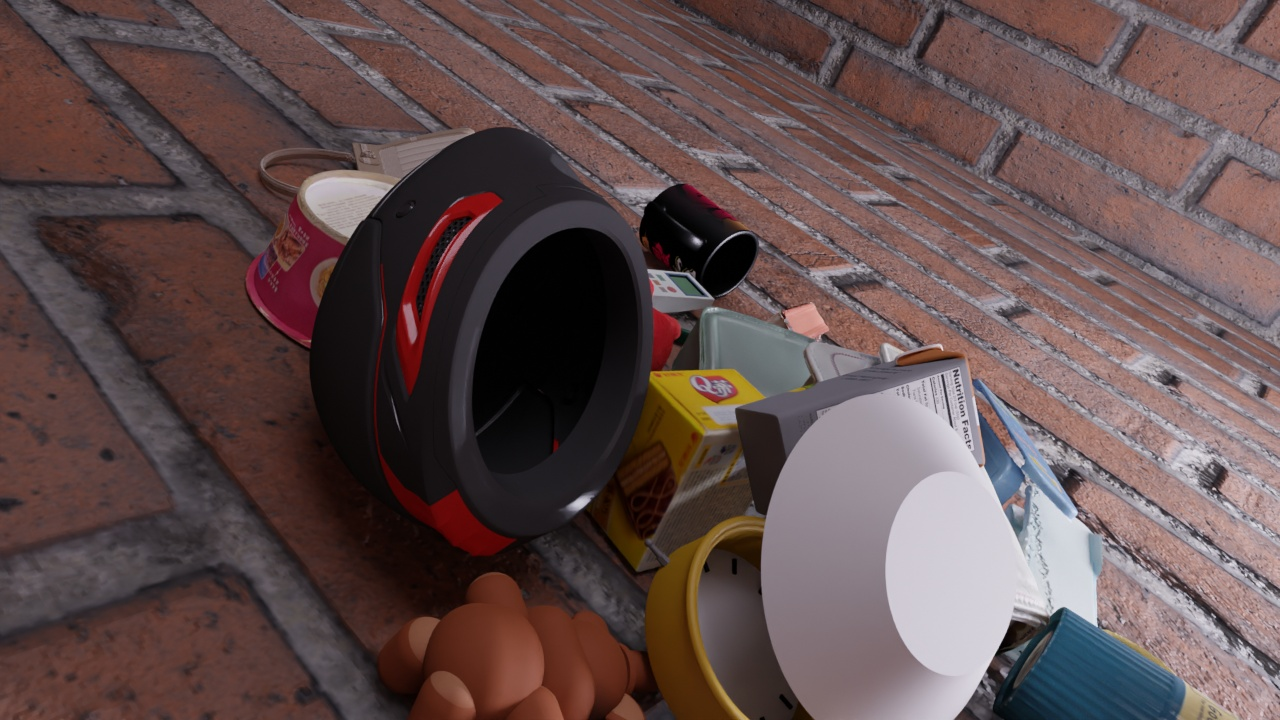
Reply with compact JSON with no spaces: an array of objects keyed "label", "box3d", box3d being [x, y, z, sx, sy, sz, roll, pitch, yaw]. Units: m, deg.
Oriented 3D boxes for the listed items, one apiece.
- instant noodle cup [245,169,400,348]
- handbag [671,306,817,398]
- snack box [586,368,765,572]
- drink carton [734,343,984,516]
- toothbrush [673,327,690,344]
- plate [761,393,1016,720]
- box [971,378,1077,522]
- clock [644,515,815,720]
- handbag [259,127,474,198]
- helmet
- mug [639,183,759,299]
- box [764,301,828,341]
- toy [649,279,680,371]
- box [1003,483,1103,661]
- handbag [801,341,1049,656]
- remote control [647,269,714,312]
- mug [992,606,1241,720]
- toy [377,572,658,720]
[{"label":"instant noodle cup","box3d":[-0.181,-0.072,0.656,0.178,0.078,0.178,20,27,-11]},{"label":"handbag","box3d":[0.086,0.026,0.720,0.121,0.067,0.106,17,43,-16]},{"label":"snack box","box3d":[0.028,0.065,0.558,0.083,0.106,0.061,-2,35,-43]},{"label":"drink carton","box3d":[0.123,0.041,0.507,0.124,0.076,0.048,-15,8,-20]},{"label":"toothbrush","box3d":[0.077,-0.011,0.839,0.189,0.016,0.017,19,30,-14]},{"label":"plate","box3d":[0.137,0.101,0.444,0.173,0.174,0.036,7,-11,-32]},{"label":"box","box3d":[0.296,0.085,0.787,0.078,0.074,0.208,40,19,-6]},{"label":"clock","box3d":[0.060,0.151,0.454,0.113,0.052,0.152,-3,67,-44]},{"label":"handbag","box3d":[-0.231,-0.156,0.813,0.197,0.062,0.175,2,34,-24]},{"label":"helmet","box3d":[-0.094,-0.020,0.521,0.164,0.170,0.264,51,51,-39]},{"label":"mug","box3d":[0.051,-0.128,0.942,0.098,0.082,0.118,44,14,32]},{"label":"box","box3d":[0.141,-0.016,0.865,0.058,0.062,0.188,52,20,10]},{"label":"toy","box3d":[-0.004,0.004,0.627,0.088,0.133,0.094,-1,45,-22]},{"label":"box","box3d":[0.309,0.168,0.694,0.083,0.066,0.198,53,29,0]},{"label":"handbag","box3d":[0.170,0.088,0.599,0.141,0.096,0.198,9,46,-23]},{"label":"remote control","box3d":[-0.002,-0.064,0.857,0.143,0.024,0.049,1,35,-37]},{"label":"mug","box3d":[0.284,0.205,0.552,0.107,0.083,0.113,33,33,22]},{"label":"toy","box3d":[-0.048,0.144,0.417,0.127,0.065,0.095,18,29,-38]}]
